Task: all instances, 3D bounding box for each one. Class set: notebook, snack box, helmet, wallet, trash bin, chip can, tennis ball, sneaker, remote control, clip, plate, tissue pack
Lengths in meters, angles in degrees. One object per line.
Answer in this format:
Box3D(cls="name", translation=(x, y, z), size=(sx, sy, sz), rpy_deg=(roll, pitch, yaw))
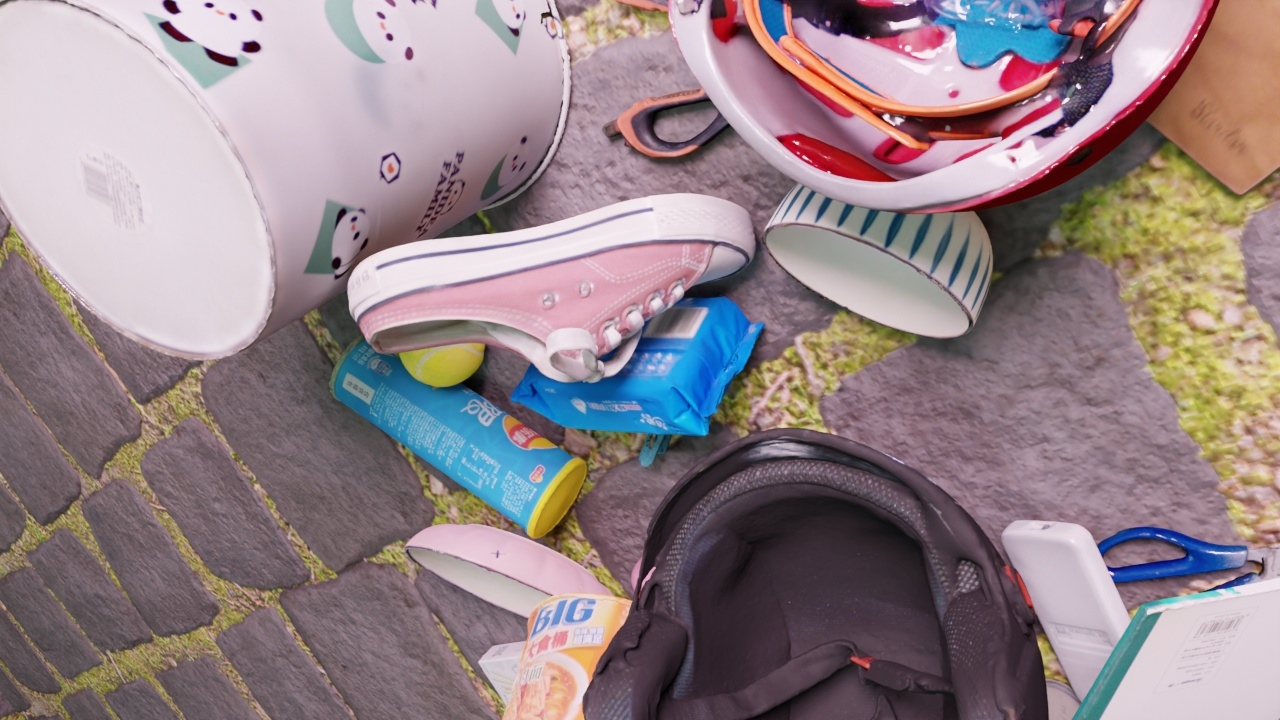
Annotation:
Box3D(cls="notebook", translation=(0.291, 0.190, 0.491), size=(0.150, 0.012, 0.209), rpy_deg=(-5, 126, -14))
Box3D(cls="snack box", translation=(-0.076, 0.300, 0.854), size=(0.157, 0.026, 0.085), rpy_deg=(-21, 102, 40))
Box3D(cls="helmet", translation=(0.141, -0.176, 0.375), size=(0.207, 0.143, 0.240), rpy_deg=(33, 109, 32))
Box3D(cls="helmet", translation=(0.111, 0.177, 0.538), size=(0.234, 0.230, 0.274), rpy_deg=(-8, 82, 23))
Box3D(cls="wallet", translation=(0.261, -0.141, 0.396), size=(0.115, 0.020, 0.101), rpy_deg=(42, 132, 3))
Box3D(cls="trash bin", translation=(-0.196, -0.141, 0.519), size=(0.230, 0.251, 0.230), rpy_deg=(13, 127, 18))
Box3D(cls="chip can", translation=(0.222, 0.297, 0.630), size=(0.072, 0.071, 0.214), rpy_deg=(40, 129, 8))
Box3D(cls="tennis ball", translation=(-0.152, -0.012, 0.704), size=(0.065, 0.065, 0.066), rpy_deg=(15, 122, 26))
Box3D(cls="sneaker", translation=(-0.034, -0.029, 0.511), size=(0.118, 0.240, 0.087), rpy_deg=(-41, 66, 61))
Box3D(cls="remote control", translation=(0.265, 0.155, 0.547), size=(0.056, 0.020, 0.136), rpy_deg=(-12, 109, 59))
Box3D(cls="clip", translation=(0.016, 0.049, 0.659), size=(0.013, 0.037, 0.055), rpy_deg=(29, 116, 16))
Box3D(cls="plate", translation=(-0.096, 0.176, 0.747), size=(0.192, 0.039, 0.193), rpy_deg=(19, 156, 8))
Box3D(cls="tissue pack", translation=(-0.004, 0.003, 0.598), size=(0.157, 0.094, 0.052), rpy_deg=(2, 133, 33))
Box3D(cls="chip can", translation=(-0.147, 0.056, 0.736), size=(0.210, 0.071, 0.071), rpy_deg=(31, 128, 16))

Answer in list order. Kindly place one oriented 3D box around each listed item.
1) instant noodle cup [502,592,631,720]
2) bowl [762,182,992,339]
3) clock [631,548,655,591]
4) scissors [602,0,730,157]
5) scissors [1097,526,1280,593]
Box3D(cls="instant noodle cup", translation=(-0.028, 0.252, 0.638), size=(0.151, 0.111, 0.152), rpy_deg=(12, 135, 13))
Box3D(cls="bowl", translation=(0.130, -0.067, 0.477), size=(0.116, 0.116, 0.066), rpy_deg=(26, 83, 19))
Box3D(cls="clock", translation=(0.049, 0.198, 0.695), size=(0.117, 0.059, 0.159), rpy_deg=(4, 119, 32))
Box3D(cls="scissors", translation=(0.060, -0.162, 0.517), size=(0.225, 0.015, 0.189), rpy_deg=(-20, 103, 38))
Box3D(cls="scissors", translation=(0.328, 0.103, 0.492), size=(0.144, 0.012, 0.170), rpy_deg=(29, 126, 16))
